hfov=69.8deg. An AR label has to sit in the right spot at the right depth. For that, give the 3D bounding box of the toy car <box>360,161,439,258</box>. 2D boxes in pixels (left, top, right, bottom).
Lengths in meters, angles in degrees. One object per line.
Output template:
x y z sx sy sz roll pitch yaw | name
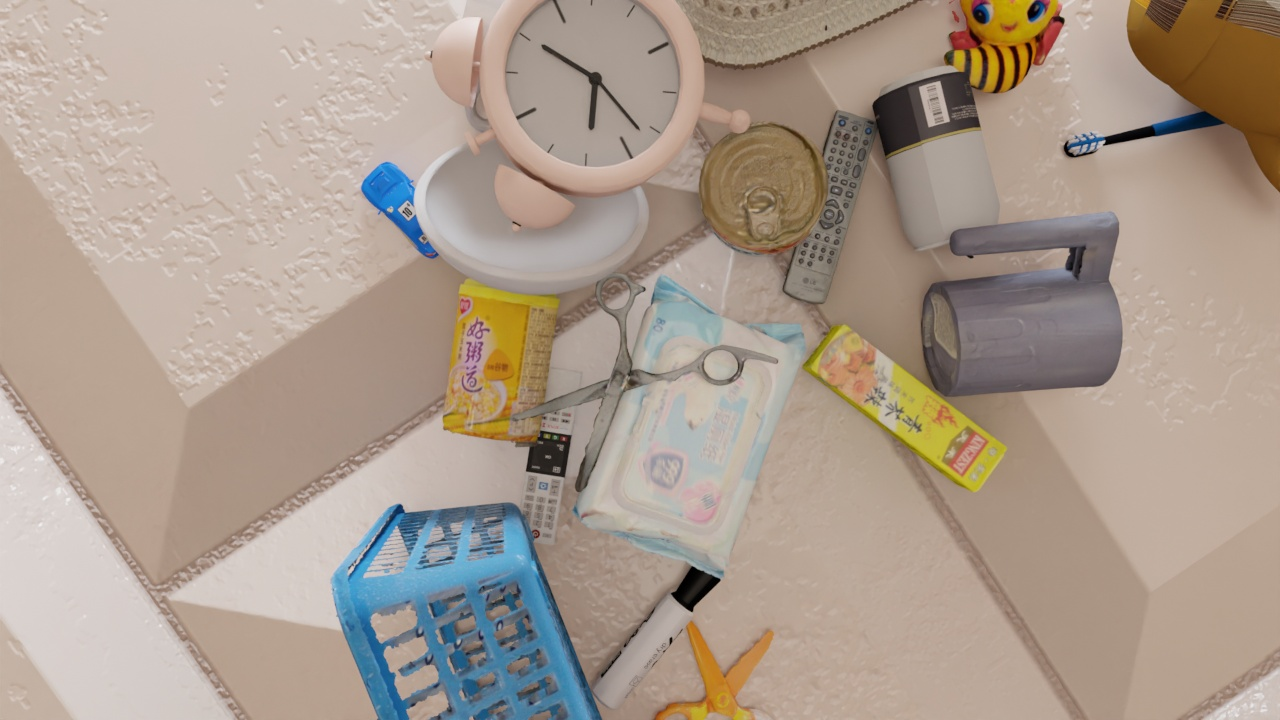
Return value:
-0.154 -0.097 0.614 0.033 0.062 0.092 -44 93 -1 | toy car

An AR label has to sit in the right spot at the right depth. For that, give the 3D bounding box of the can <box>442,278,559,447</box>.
-0.094 0.001 0.618 0.067 0.067 0.105 8 92 -3 | can

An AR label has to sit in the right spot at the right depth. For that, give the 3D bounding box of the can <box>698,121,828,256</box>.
0.083 -0.115 0.625 0.086 0.043 0.086 0 87 8 | can

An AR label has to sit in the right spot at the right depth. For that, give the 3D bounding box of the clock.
-0.033 -0.165 0.560 0.160 0.086 0.131 -28 98 -10 | clock

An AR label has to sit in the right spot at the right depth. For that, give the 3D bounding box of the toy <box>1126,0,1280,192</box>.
0.420 -0.214 0.595 0.203 0.162 0.199 19 120 5 | toy

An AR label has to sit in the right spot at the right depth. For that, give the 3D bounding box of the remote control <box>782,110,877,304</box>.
0.134 -0.107 0.649 0.033 0.013 0.136 17 91 -2 | remote control

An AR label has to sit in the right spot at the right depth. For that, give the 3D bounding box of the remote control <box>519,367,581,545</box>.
-0.065 0.067 0.648 0.028 0.012 0.124 9 91 -3 | remote control

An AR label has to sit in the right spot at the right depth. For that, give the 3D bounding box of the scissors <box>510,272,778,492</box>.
0.002 0.012 0.582 0.173 0.014 0.141 -2 80 5 | scissors

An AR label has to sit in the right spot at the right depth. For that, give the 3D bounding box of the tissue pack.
0.034 0.043 0.623 0.112 0.070 0.182 20 90 -2 | tissue pack

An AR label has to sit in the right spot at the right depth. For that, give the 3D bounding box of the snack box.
0.186 0.033 0.648 0.148 0.029 0.040 37 90 -3 | snack box

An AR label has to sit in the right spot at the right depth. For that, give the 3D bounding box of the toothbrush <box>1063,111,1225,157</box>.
0.386 -0.169 0.657 0.167 0.014 0.014 -12 81 -1 | toothbrush

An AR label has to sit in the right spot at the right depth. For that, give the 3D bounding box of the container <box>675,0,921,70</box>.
0.110 -0.312 0.578 0.246 0.143 0.184 -26 79 -1 | container

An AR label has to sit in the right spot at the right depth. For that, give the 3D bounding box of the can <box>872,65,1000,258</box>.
0.204 -0.130 0.626 0.064 0.064 0.127 -15 92 -2 | can

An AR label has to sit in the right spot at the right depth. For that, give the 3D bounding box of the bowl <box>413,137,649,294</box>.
-0.071 -0.089 0.602 0.149 0.043 0.149 5 47 -5 | bowl

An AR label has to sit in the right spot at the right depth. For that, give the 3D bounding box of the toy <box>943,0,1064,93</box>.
0.252 -0.235 0.635 0.084 0.046 0.103 19 95 -9 | toy

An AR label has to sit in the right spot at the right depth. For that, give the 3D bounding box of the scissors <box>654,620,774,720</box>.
0.063 0.248 0.659 0.127 0.011 0.125 38 92 -4 | scissors

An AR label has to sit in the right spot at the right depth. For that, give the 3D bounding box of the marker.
0.013 0.191 0.649 0.025 0.025 0.126 39 90 -3 | marker

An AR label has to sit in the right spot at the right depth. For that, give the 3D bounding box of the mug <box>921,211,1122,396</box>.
0.253 -0.036 0.612 0.104 0.083 0.124 -5 123 0 | mug

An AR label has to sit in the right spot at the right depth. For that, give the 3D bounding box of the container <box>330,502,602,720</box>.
-0.054 0.252 0.538 0.089 0.257 0.362 -22 93 -9 | container

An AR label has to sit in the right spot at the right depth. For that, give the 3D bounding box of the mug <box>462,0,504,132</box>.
-0.077 -0.200 0.619 0.089 0.071 0.107 14 119 -11 | mug
